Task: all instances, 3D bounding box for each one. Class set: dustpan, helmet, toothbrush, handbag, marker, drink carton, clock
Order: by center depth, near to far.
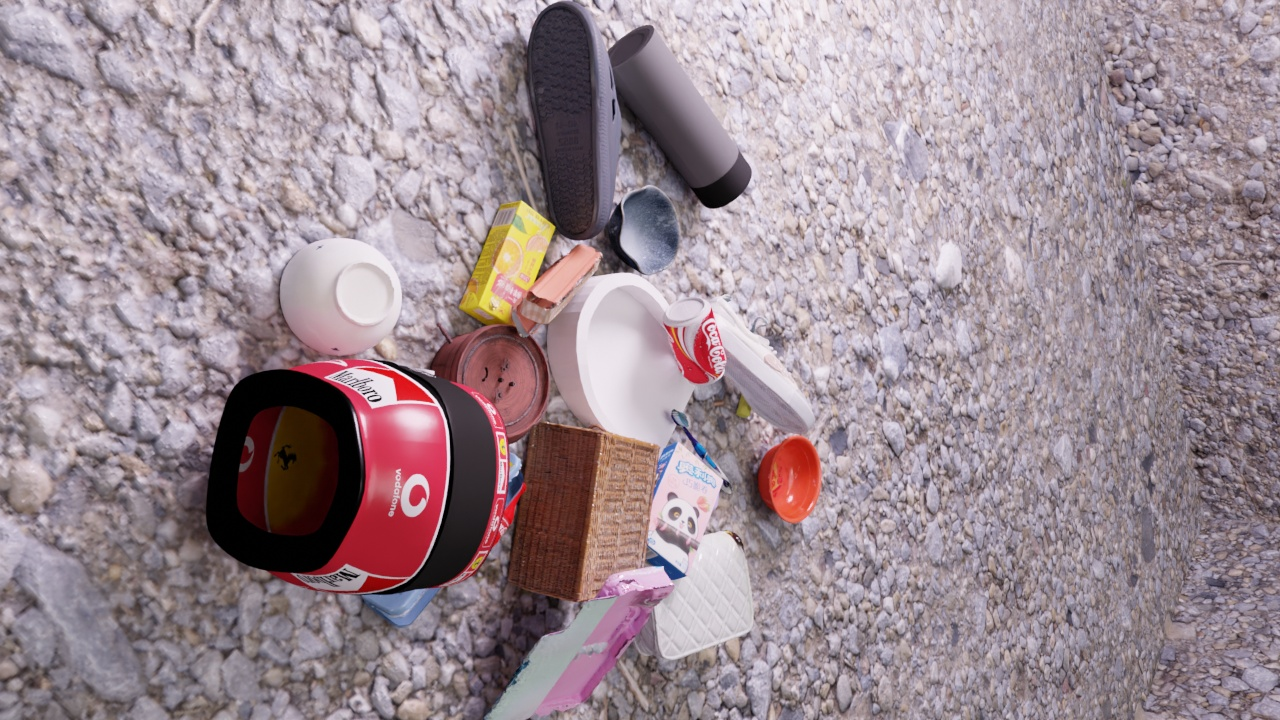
[{"bbox_3d":[-0.218,0.099,0.778,0.224,0.271,0.197,15,81,-49],"label":"helmet"},{"bbox_3d":[-0.154,0.027,0.984,0.157,0.072,0.120,24,73,-42],"label":"clock"},{"bbox_3d":[-0.146,-0.103,1.015,0.058,0.043,0.134,35,66,-40],"label":"drink carton"},{"bbox_3d":[-0.007,0.007,1.146,0.258,0.053,0.191,47,58,-34],"label":"dustpan"},{"bbox_3d":[0.060,0.304,1.199,0.194,0.073,0.138,-1,82,-45],"label":"handbag"},{"bbox_3d":[0.088,0.128,1.256,0.016,0.017,0.189,-58,133,-27],"label":"toothbrush"},{"bbox_3d":[0.165,0.025,1.344,0.021,0.018,0.123,35,64,-40],"label":"marker"}]

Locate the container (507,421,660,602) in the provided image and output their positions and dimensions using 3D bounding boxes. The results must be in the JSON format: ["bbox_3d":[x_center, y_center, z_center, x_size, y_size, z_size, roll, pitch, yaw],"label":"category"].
[{"bbox_3d":[-0.061,0.172,1.047,0.112,0.114,0.198,17,80,-49],"label":"container"}]

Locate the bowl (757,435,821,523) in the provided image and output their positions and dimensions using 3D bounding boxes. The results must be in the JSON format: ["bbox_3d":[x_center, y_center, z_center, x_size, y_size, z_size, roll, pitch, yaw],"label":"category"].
[{"bbox_3d":[0.216,0.176,1.374,0.130,0.045,0.130,1,89,-45],"label":"bowl"}]

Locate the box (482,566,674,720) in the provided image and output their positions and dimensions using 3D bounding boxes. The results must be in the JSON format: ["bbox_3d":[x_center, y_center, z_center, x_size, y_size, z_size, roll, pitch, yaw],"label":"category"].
[{"bbox_3d":[-0.077,0.314,0.989,0.159,0.035,0.231,2,130,-44],"label":"box"}]

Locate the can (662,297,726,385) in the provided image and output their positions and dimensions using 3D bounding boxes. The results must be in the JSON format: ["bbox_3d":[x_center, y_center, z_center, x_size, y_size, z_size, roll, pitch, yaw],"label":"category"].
[{"bbox_3d":[0.071,-0.024,1.176,0.064,0.064,0.105,-47,132,-35],"label":"can"}]

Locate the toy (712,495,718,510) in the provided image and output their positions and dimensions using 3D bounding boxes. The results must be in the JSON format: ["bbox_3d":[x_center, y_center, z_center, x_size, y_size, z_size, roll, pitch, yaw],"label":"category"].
[{"bbox_3d":[0.072,0.188,1.235,0.080,0.037,0.099,53,54,-30],"label":"toy"}]

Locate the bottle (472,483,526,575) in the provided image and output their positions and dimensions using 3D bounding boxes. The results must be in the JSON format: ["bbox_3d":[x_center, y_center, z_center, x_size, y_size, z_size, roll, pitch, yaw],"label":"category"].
[{"bbox_3d":[-0.164,0.179,0.998,0.118,0.036,0.036,-54,125,-32],"label":"bottle"}]

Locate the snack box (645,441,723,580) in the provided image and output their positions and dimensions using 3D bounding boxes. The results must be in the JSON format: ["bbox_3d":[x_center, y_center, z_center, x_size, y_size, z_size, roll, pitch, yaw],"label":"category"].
[{"bbox_3d":[0.044,0.188,1.158,0.088,0.033,0.153,41,49,-18],"label":"snack box"}]

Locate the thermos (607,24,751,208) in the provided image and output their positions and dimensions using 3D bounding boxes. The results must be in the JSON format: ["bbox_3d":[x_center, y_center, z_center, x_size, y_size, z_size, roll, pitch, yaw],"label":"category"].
[{"bbox_3d":[0.051,-0.310,1.188,0.240,0.082,0.082,47,58,-34],"label":"thermos"}]

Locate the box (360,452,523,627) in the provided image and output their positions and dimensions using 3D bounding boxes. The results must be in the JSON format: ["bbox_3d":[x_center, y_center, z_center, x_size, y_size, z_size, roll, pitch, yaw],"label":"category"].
[{"bbox_3d":[-0.199,0.169,0.936,0.068,0.059,0.209,35,57,6],"label":"box"}]

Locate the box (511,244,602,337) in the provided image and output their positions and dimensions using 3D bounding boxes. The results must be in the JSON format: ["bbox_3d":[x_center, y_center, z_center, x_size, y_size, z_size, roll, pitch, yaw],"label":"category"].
[{"bbox_3d":[-0.100,-0.078,1.018,0.056,0.064,0.187,33,29,1],"label":"box"}]

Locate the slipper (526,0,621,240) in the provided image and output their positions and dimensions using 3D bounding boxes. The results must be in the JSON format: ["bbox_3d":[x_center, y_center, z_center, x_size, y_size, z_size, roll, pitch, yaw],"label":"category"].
[{"bbox_3d":[-0.060,-0.275,1.061,0.083,0.111,0.268,-14,102,-47],"label":"slipper"}]

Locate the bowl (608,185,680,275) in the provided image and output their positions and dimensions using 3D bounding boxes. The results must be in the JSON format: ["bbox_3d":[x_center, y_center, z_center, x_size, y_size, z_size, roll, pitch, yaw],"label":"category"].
[{"bbox_3d":[-0.003,-0.161,1.151,0.110,0.055,0.110,1,88,-45],"label":"bowl"}]

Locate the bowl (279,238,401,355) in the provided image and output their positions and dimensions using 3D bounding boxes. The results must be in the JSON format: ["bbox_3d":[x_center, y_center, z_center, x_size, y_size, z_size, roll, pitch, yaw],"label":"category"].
[{"bbox_3d":[-0.275,-0.061,0.871,0.113,0.063,0.113,0,90,-44],"label":"bowl"}]

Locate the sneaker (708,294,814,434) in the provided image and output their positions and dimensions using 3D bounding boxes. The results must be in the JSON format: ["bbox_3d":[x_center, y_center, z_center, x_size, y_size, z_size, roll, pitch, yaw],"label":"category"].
[{"bbox_3d":[0.170,0.004,1.283,0.242,0.090,0.090,43,62,-21],"label":"sneaker"}]
